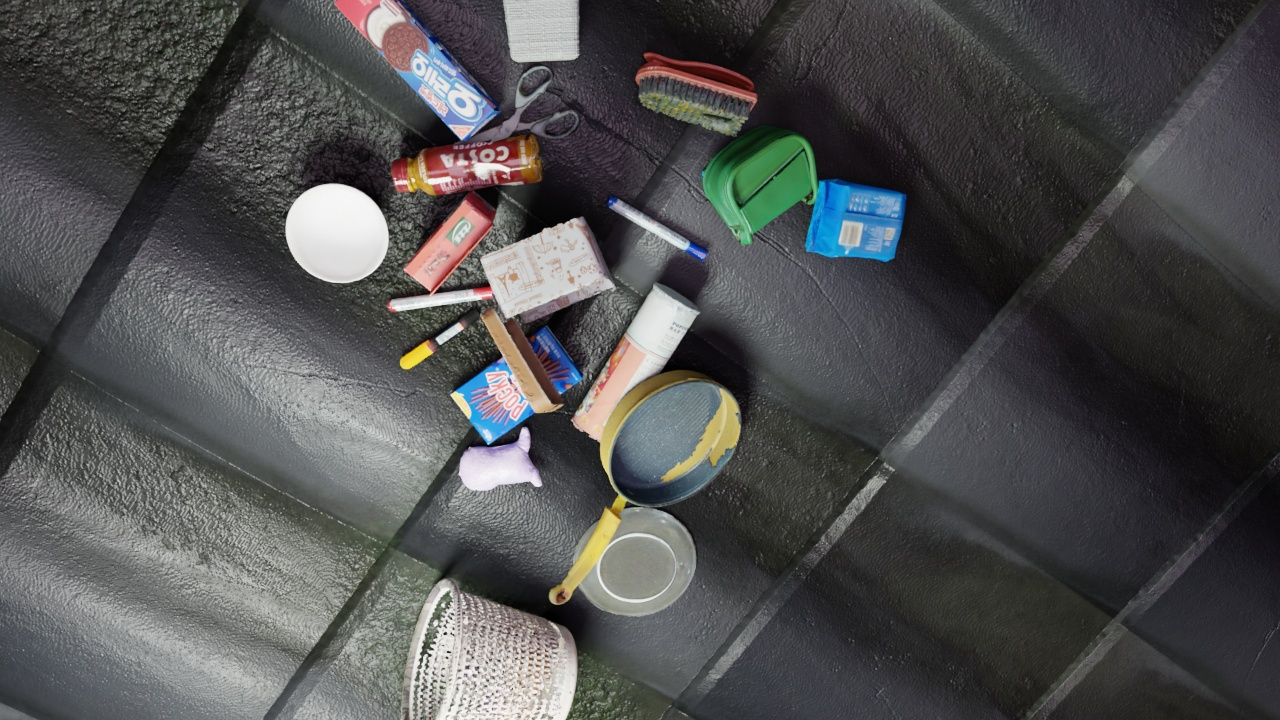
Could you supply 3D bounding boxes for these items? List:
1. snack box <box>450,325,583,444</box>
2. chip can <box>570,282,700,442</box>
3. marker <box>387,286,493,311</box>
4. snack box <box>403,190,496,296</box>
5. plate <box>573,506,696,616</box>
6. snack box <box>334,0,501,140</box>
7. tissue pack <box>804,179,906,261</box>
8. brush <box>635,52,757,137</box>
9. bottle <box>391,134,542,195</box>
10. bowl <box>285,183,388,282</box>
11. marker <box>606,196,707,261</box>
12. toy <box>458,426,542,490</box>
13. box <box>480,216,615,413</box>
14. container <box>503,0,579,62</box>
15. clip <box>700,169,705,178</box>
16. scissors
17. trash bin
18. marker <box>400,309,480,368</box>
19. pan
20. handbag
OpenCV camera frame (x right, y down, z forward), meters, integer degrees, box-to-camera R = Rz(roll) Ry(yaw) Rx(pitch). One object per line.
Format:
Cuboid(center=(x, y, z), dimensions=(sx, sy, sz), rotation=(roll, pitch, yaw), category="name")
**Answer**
Cuboid(center=(-0.163, 0.033, 1.211), dimensions=(0.157, 0.026, 0.084), rotation=(-35, 99, 6), category="snack box")
Cuboid(center=(-0.007, 0.007, 1.200), dimensions=(0.071, 0.071, 0.215), rotation=(29, 103, -14), category="chip can")
Cuboid(center=(-0.250, -0.080, 1.177), dimensions=(0.145, 0.017, 0.017), rotation=(-8, 108, -3), category="marker")
Cuboid(center=(-0.227, -0.144, 1.101), dimensions=(0.044, 0.127, 0.113), rotation=(41, 99, -16), category="snack box")
Cuboid(center=(-0.006, 0.294, 1.316), dimensions=(0.179, 0.024, 0.179), rotation=(-2, 107, -5), category="plate")
Cuboid(center=(-0.254, -0.351, 1.064), dimensions=(0.058, 0.057, 0.207), rotation=(-40, 105, 11), category="snack box")
Cuboid(center=(0.274, -0.177, 1.163), dimensions=(0.156, 0.052, 0.095), rotation=(0, 108, -36), category="tissue pack")
Cuboid(center=(0.065, -0.328, 1.111), dimensions=(0.146, 0.063, 0.069), rotation=(14, 75, -8), category="brush")
Cuboid(center=(-0.208, -0.233, 1.104), dimensions=(0.175, 0.057, 0.057), rotation=(-7, 108, 1), category="bottle")
Cuboid(center=(-0.362, -0.159, 1.115), dimensions=(0.118, 0.064, 0.118), rotation=(-2, 108, -5), category="bowl")
Cuboid(center=(0.022, -0.169, 1.176), dimensions=(0.145, 0.017, 0.017), rotation=(28, 103, -14), category="marker")
Cuboid(center=(-0.194, 0.139, 1.241), dimensions=(0.108, 0.039, 0.084), rotation=(-11, 91, 1), category="toy")
Cuboid(center=(-0.095, -0.045, 1.092), dimensions=(0.157, 0.183, 0.193), rotation=(-24, 90, 2), category="box")
Cuboid(center=(-0.113, -0.404, 1.051), dimensions=(0.090, 0.090, 0.114), rotation=(-4, 111, -4), category="container")
Cuboid(center=(0.102, -0.245, 1.159), dimensions=(0.057, 0.049, 0.015), rotation=(-32, 107, -1), category="clip")
Cuboid(center=(-0.157, -0.289, 1.124), dimensions=(0.159, 0.014, 0.171), rotation=(12, 108, -7), category="scissors")
Cuboid(center=(-0.200, 0.426, 1.254), dimensions=(0.192, 0.227, 0.228), rotation=(16, 105, -24), category="trash bin")
Cuboid(center=(-0.260, -0.028, 1.194), dimensions=(0.124, 0.015, 0.018), rotation=(-34, 109, 3), category="marker")
Cuboid(center=(-0.006, 0.170, 1.204), dimensions=(0.357, 0.078, 0.197), rotation=(-47, 130, 4), category="pan")
Cuboid(center=(0.151, -0.219, 1.141), dimensions=(0.131, 0.068, 0.120), rotation=(-34, 123, -9), category="handbag")
